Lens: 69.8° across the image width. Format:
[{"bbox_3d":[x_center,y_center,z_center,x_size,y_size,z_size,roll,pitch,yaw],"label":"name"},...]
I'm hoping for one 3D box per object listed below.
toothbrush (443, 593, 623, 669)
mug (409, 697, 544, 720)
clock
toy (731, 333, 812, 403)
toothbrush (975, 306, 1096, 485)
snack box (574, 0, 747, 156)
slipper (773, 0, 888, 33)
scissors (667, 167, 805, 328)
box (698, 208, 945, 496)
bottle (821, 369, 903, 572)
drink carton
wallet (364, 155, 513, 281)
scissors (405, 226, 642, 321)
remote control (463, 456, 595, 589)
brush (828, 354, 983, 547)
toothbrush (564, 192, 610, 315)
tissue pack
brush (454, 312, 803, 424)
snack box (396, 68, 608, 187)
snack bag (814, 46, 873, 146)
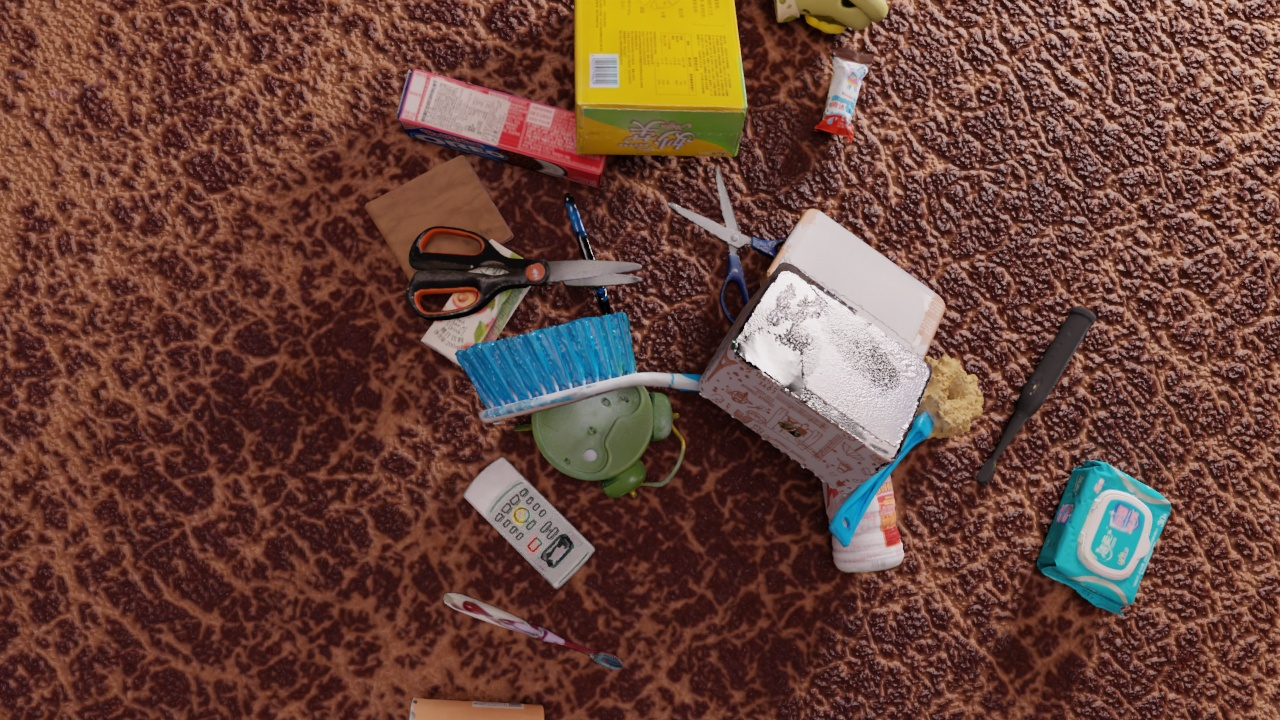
[{"bbox_3d":[-0.104,0.264,0.890,0.187,0.017,0.016,22,82,-3],"label":"toothbrush"},{"bbox_3d":[-0.152,0.352,0.853,0.122,0.078,0.078,1,84,-10],"label":"mug"},{"bbox_3d":[-0.032,0.066,0.895,0.161,0.056,0.116,30,84,-1],"label":"clock"},{"bbox_3d":[0.144,0.010,0.927,0.092,0.030,0.096,-14,92,-3],"label":"toy"},{"bbox_3d":[0.405,0.038,0.946,0.026,0.027,0.212,28,82,43],"label":"toothbrush"},{"bbox_3d":[0.014,-0.298,0.891,0.157,0.070,0.209,0,61,-4],"label":"snack box"},{"bbox_3d":[0.162,-0.391,0.949,0.190,0.091,0.082,27,123,-10],"label":"slipper"},{"bbox_3d":[0.106,-0.114,0.944,0.174,0.012,0.162,8,84,-3],"label":"scissors"},{"bbox_3d":[0.186,-0.027,0.865,0.177,0.082,0.258,36,53,0],"label":"box"},{"bbox_3d":[0.209,0.105,0.903,0.068,0.068,0.197,-8,84,-5],"label":"bottle"},{"bbox_3d":[-0.156,-0.052,0.902,0.053,0.045,0.122,30,81,12],"label":"drink carton"},{"bbox_3d":[-0.201,-0.139,0.922,0.115,0.020,0.101,-32,89,-9],"label":"wallet"},{"bbox_3d":[-0.113,-0.098,0.873,0.235,0.022,0.148,-21,74,1],"label":"scissors"},{"bbox_3d":[-0.109,0.158,0.898,0.056,0.019,0.135,-44,89,-7],"label":"remote control"},{"bbox_3d":[0.252,0.084,0.878,0.254,0.046,0.083,-43,100,-30],"label":"brush"},{"bbox_3d":[-0.044,-0.083,0.929,0.014,0.016,0.189,-17,85,-14],"label":"toothbrush"},{"bbox_3d":[0.465,0.178,0.923,0.093,0.050,0.133,25,84,-2],"label":"tissue pack"},{"bbox_3d":[-0.005,0.005,0.852,0.314,0.060,0.109,-14,88,-12],"label":"brush"},{"bbox_3d":[-0.133,-0.231,0.916,0.207,0.057,0.058,15,86,-3],"label":"snack box"},{"bbox_3d":[0.212,-0.277,0.961,0.045,0.026,0.105,15,81,0],"label":"snack bag"}]
